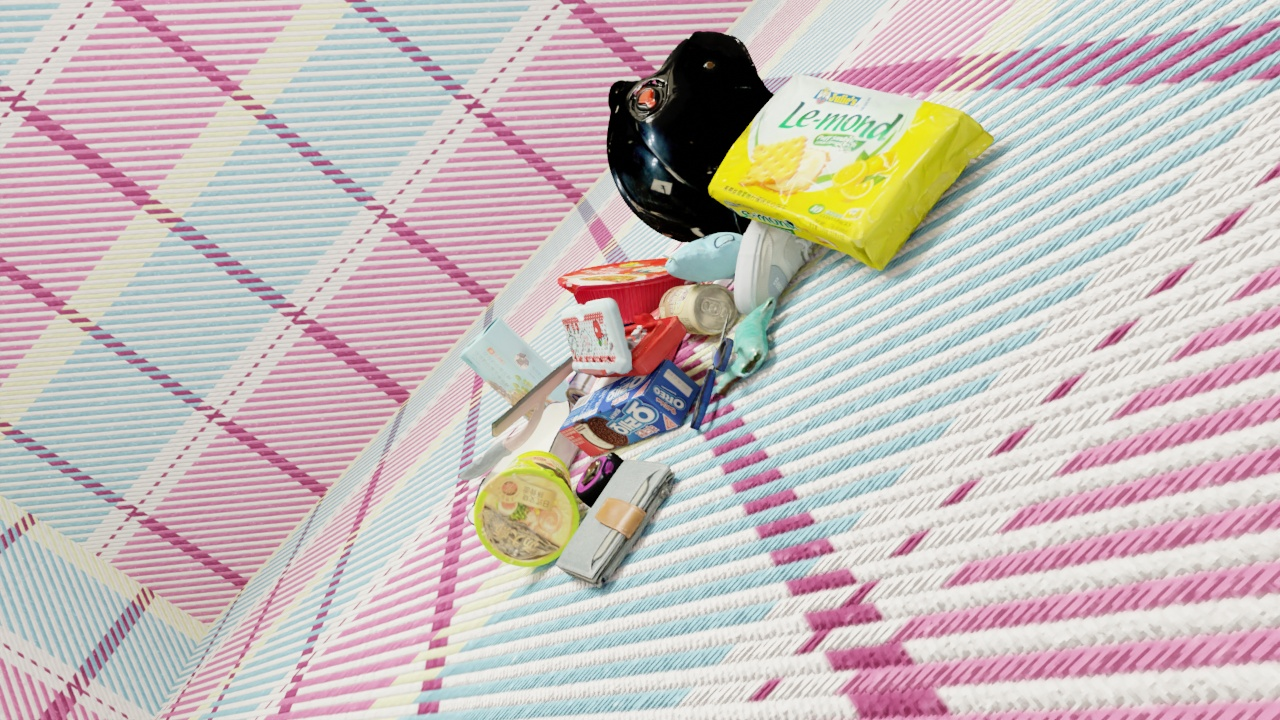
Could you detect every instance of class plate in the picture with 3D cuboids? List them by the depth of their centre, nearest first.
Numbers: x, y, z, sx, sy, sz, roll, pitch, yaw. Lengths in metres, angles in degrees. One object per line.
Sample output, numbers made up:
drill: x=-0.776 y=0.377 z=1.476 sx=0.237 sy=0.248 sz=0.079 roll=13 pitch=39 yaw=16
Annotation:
plate: x=-0.149 y=0.144 z=1.223 sx=0.205 sy=0.045 sz=0.204 roll=-46 pitch=15 yaw=16

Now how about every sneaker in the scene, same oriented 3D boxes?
sneaker: x=0.175 y=-0.151 z=0.973 sx=0.091 sy=0.089 sz=0.242 roll=15 pitch=77 yaw=28

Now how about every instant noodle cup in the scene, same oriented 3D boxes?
instant noodle cup: x=-0.122 y=0.154 z=1.027 sx=0.112 sy=0.111 sz=0.123 roll=-48 pitch=8 yaw=8
instant noodle cup: x=-0.015 y=-0.093 z=1.242 sx=0.194 sy=0.066 sz=0.193 roll=-6 pitch=13 yaw=1

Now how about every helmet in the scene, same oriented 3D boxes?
helmet: x=0.072 y=-0.264 z=1.176 sx=0.233 sy=0.275 sz=0.230 roll=49 pitch=-125 yaw=-64

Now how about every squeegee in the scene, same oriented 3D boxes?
squeegee: x=-0.177 y=0.105 z=1.237 sx=0.250 sy=0.040 sz=0.246 roll=-45 pitch=0 yaw=37

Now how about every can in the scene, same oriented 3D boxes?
can: x=0.066 y=-0.060 z=1.078 sx=0.058 sy=0.058 sz=0.116 roll=-52 pitch=16 yaw=-9
can: x=-0.049 y=0.004 z=1.254 sx=0.053 sy=0.053 sz=0.134 roll=-24 pitch=30 yaw=58

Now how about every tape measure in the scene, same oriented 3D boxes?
tape measure: x=-0.042 y=0.128 z=0.972 sx=0.057 sy=0.039 sz=0.057 roll=-44 pitch=17 yaw=20

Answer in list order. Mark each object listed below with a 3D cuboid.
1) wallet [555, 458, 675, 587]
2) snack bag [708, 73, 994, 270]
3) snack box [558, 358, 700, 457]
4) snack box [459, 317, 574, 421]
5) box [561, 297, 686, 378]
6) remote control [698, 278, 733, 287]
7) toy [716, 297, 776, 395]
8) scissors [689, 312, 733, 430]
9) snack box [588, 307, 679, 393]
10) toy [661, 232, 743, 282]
wallet: x=-0.027 y=0.152 z=0.884 sx=0.129 sy=0.037 sz=0.107 roll=-55 pitch=16 yaw=-18
snack bag: x=0.185 y=-0.180 z=0.872 sx=0.158 sy=0.068 sz=0.246 roll=-51 pitch=43 yaw=-5
snack box: x=-0.018 y=0.056 z=1.038 sx=0.208 sy=0.058 sz=0.057 roll=-27 pitch=26 yaw=56
snack box: x=-0.172 y=0.024 z=1.325 sx=0.074 sy=0.175 sz=0.051 roll=-34 pitch=16 yaw=47
box: x=-0.037 y=-0.032 z=1.025 sx=0.095 sy=0.098 sz=0.202 roll=-47 pitch=13 yaw=-14
remote control: x=0.081 y=-0.086 z=1.169 sx=0.136 sy=0.020 sz=0.055 roll=-47 pitch=15 yaw=10
toy: x=0.105 y=-0.011 z=0.913 sx=0.097 sy=0.030 sz=0.091 roll=-55 pitch=10 yaw=26
scissors: x=0.078 y=0.000 z=0.936 sx=0.163 sy=0.012 sz=0.162 roll=112 pitch=178 yaw=-65
snack box: x=-0.007 y=0.007 z=1.151 sx=0.113 sy=0.044 sz=0.126 roll=-34 pitch=23 yaw=47
toy: x=0.086 y=-0.114 z=1.037 sx=0.156 sy=0.050 sz=0.162 roll=-11 pitch=-5 yaw=-26
